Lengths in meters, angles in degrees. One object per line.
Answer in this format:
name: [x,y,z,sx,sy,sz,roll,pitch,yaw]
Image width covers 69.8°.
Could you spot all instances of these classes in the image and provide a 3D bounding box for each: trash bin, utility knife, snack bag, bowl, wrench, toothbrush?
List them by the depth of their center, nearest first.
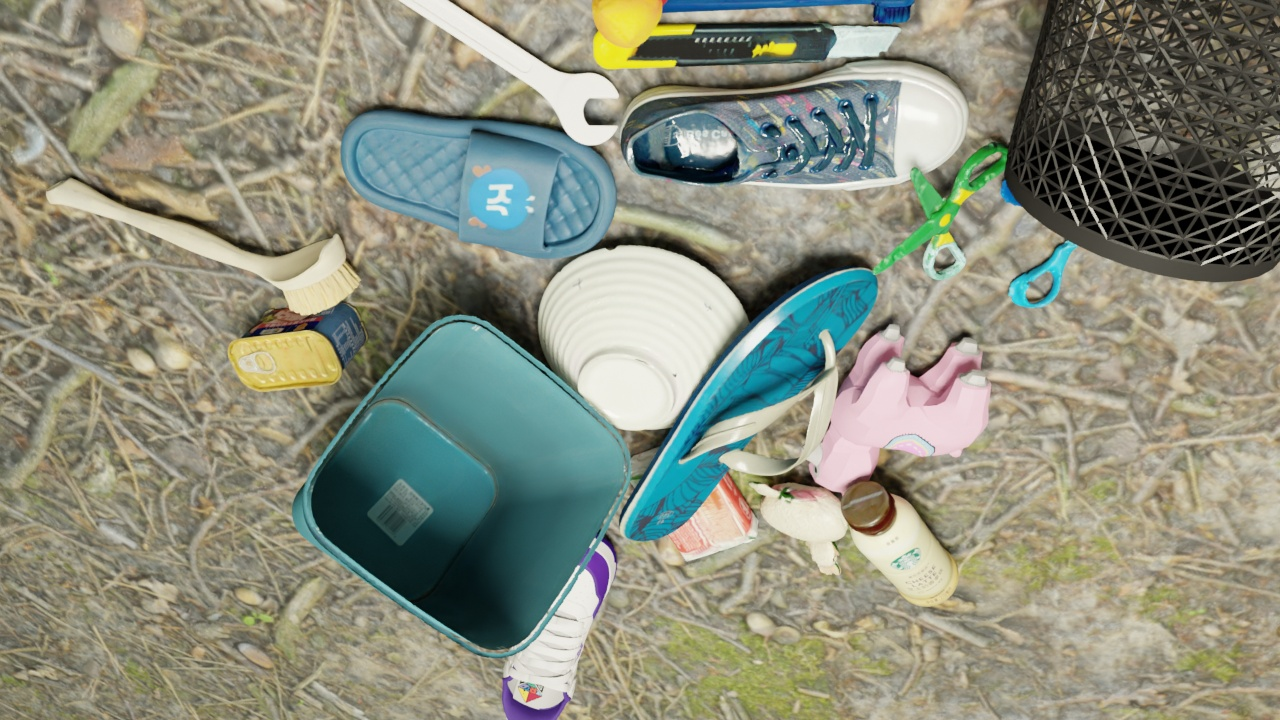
trash bin: [0.314,-0.187,0.476,0.217,0.216,0.244,11,131,4]
toothbrush: [0.080,-0.230,0.599,0.190,0.016,0.017,3,130,9]
utility knife: [0.068,-0.212,0.612,0.203,0.020,0.029,1,125,9]
wrench: [-0.131,-0.235,0.630,0.273,0.009,0.047,31,95,-9]
bowl: [-0.004,0.004,0.711,0.177,0.070,0.178,8,129,9]
trash bin: [-0.162,0.105,0.729,0.199,0.196,0.219,42,152,-16]
snack bag: [0.047,0.124,0.824,0.077,0.036,0.116,-23,115,23]

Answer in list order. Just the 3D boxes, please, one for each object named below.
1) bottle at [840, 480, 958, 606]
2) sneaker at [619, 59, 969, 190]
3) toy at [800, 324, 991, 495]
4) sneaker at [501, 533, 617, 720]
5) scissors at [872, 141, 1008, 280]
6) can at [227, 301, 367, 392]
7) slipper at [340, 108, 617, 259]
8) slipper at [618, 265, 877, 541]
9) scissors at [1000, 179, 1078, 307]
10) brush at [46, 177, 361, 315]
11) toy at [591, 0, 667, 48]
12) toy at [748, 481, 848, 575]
bottle: [0.215,0.153,0.767,0.057,0.056,0.162,-23,137,23]
sneaker: [0.098,-0.144,0.613,0.236,0.079,0.087,0,122,11]
toy: [0.201,0.050,0.729,0.123,0.067,0.158,11,129,0]
sneaker: [-0.091,0.276,0.906,0.092,0.110,0.245,16,124,0]
scissors: [0.209,-0.097,0.634,0.125,0.011,0.131,-39,138,-1]
can: [-0.293,-0.013,0.787,0.100,0.058,0.054,-6,121,14]
slipper: [-0.124,-0.126,0.682,0.214,0.059,0.104,13,126,4]
slipper: [0.084,0.052,0.706,0.118,0.060,0.296,10,124,-44]
scissors: [0.302,-0.093,0.646,0.133,0.014,0.128,38,120,-16]
brush: [-0.360,-0.100,0.752,0.272,0.061,0.077,17,120,5]
toy: [0.036,-0.287,0.521,0.217,0.098,0.147,-30,121,28]
toy: [0.142,0.135,0.794,0.112,0.050,0.087,43,156,-25]
